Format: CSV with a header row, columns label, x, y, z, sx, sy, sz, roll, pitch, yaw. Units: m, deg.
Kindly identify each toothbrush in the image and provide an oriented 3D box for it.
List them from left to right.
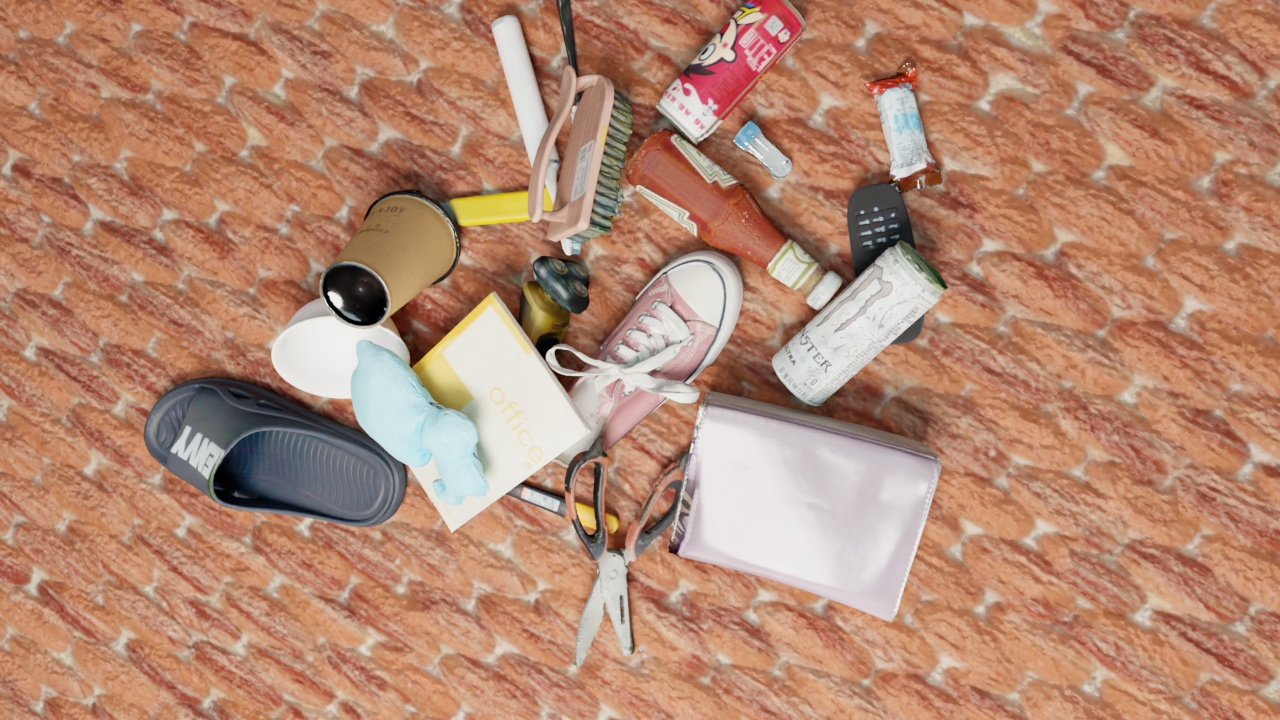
label,x,y,z,sx,sy,sz,roll,pitch,yaw
toothbrush,-0.090,-0.198,0.812,0.026,0.027,0.221,-13,84,-33
toothbrush,-0.066,-0.292,0.819,0.016,0.018,0.181,-8,91,18

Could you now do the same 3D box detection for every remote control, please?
label,x,y,z,sx,sy,sz,roll,pitch,yaw
remote control,0.208,-0.081,0.779,0.053,0.024,0.136,-10,95,15

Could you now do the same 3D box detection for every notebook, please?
label,x,y,z,sx,sy,sz,roll,pitch,yaw
notebook,-0.149,0.052,0.819,0.207,0.010,0.146,-37,87,34

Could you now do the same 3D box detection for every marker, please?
label,x,y,z,sx,sy,sz,roll,pitch,yaw
marker,-0.078,0.133,0.851,0.124,0.015,0.018,18,95,11

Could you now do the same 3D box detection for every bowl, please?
label,x,y,z,sx,sy,sz,roll,pitch,yaw
bowl,-0.272,-0.025,0.840,0.118,0.118,0.064,-18,53,10

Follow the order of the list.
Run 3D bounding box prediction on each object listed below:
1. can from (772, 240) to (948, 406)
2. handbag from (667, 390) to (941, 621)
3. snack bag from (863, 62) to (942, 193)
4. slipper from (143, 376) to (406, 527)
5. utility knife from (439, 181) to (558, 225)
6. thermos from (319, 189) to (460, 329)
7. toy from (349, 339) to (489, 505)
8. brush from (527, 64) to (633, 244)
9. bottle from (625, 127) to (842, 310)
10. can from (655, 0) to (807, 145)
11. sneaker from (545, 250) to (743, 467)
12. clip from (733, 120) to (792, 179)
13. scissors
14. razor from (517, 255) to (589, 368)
label,x,y,z,sx,sy,sz,roll,pitch,yaw
can,0.178,-0.028,0.754,0.058,0.058,0.147,46,115,4
handbag,0.133,0.117,0.770,0.197,0.098,0.145,14,94,8
snack bag,0.220,-0.194,0.769,0.045,0.026,0.105,-15,92,1
slipper,-0.355,0.089,0.863,0.268,0.083,0.111,16,95,7
utility knife,-0.112,-0.142,0.837,0.177,0.015,0.033,-3,85,11
thermos,-0.218,-0.087,0.798,0.093,0.143,0.093,5,120,9
toy,-0.203,0.056,0.815,0.156,0.049,0.161,5,118,32
brush,-0.050,-0.175,0.773,0.073,0.063,0.145,16,78,-28
bottle,0.081,-0.118,0.783,0.206,0.059,0.060,38,99,5
can,0.075,-0.248,0.777,0.053,0.053,0.133,45,100,4
sneaker,-0.005,0.005,0.791,0.118,0.087,0.241,44,101,5
clip,0.108,-0.181,0.795,0.058,0.044,0.027,42,98,0
scissors,-0.020,0.166,0.813,0.224,0.015,0.189,-48,121,-7
razor,-0.093,-0.011,0.824,0.068,0.062,0.167,32,105,37
